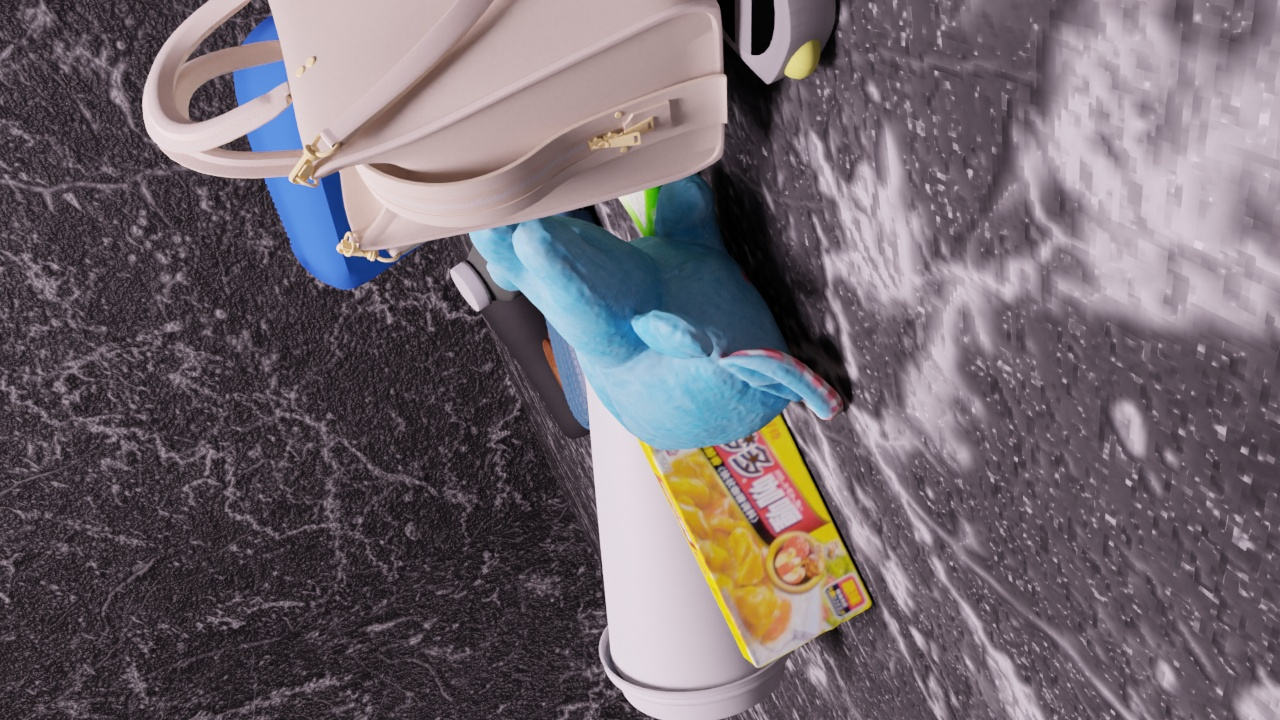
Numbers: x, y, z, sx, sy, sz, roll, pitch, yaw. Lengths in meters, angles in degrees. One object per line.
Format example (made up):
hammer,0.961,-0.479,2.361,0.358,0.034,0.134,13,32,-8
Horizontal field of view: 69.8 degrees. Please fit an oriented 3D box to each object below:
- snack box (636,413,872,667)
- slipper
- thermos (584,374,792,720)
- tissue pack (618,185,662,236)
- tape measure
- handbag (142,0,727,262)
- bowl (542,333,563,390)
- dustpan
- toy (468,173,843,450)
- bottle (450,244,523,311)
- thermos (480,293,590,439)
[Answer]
snack box,0.060,0.083,0.508,0.152,0.075,0.025,64,172,-1
slipper,-0.047,-0.050,0.737,0.104,0.059,0.213,166,94,-73
thermos,0.024,0.105,0.593,0.131,0.131,0.222,-145,43,-69
tissue pack,-0.009,-0.125,0.460,0.099,0.034,0.114,55,166,29
tape measure,0.037,-0.124,0.286,0.064,0.016,0.065,58,168,32
handbag,-0.092,-0.129,0.349,0.101,0.198,0.194,78,170,-61
bowl,-0.048,-0.005,0.837,0.147,0.068,0.147,60,169,19
dustpan,-0.173,-0.211,0.575,0.060,0.244,0.258,-1,121,32
toy,0.001,-0.032,0.426,0.183,0.114,0.180,24,170,43
bottle,-0.110,-0.090,0.807,0.060,0.108,0.060,48,162,21
thermos,-0.103,-0.024,0.997,0.218,0.105,0.106,61,171,-14
